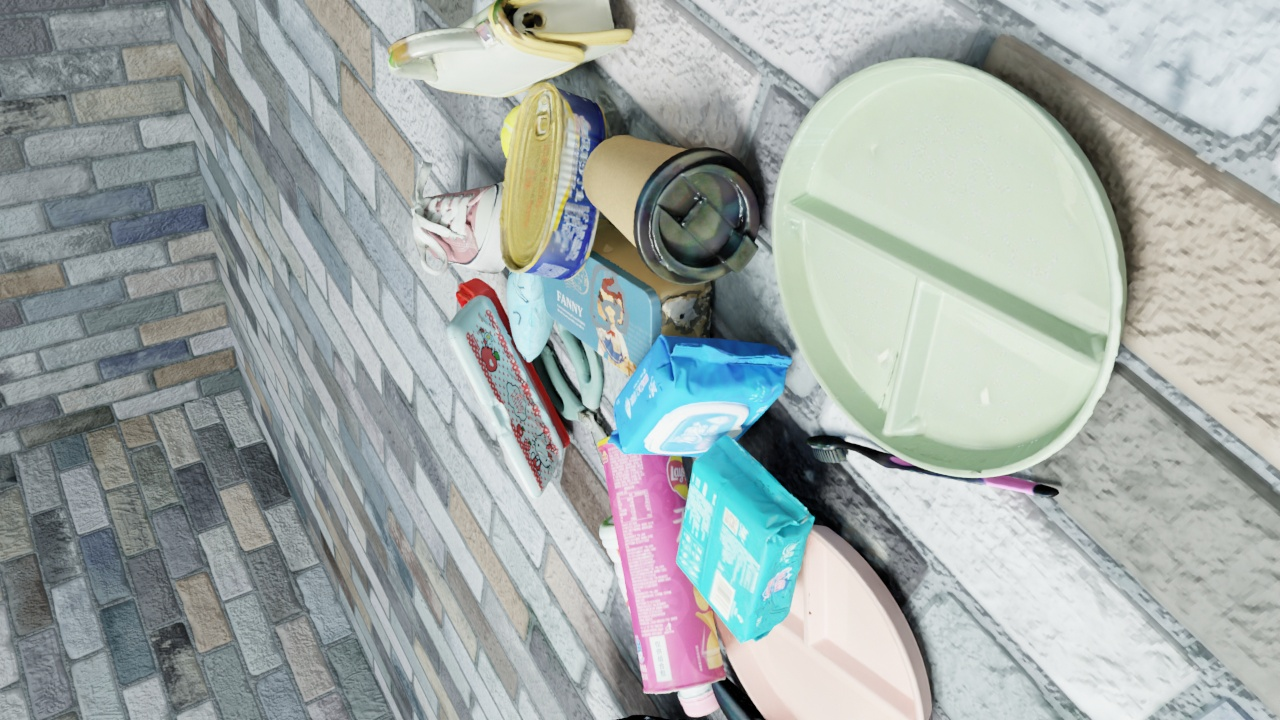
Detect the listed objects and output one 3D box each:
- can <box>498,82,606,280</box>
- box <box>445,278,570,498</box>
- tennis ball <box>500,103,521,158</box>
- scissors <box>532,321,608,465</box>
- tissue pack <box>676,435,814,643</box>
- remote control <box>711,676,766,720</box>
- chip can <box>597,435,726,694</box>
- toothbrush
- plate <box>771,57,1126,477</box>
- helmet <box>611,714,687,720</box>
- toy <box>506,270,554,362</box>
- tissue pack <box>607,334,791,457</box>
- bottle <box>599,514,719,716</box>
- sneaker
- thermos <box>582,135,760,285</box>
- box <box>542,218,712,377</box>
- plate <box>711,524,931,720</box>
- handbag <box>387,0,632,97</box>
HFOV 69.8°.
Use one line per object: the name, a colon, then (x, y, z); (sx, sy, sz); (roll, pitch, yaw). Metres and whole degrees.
can: (-0.069, -0.139, 0.721); (0.075, 0.049, 0.148); (6, 89, 50)
box: (-0.131, 0.022, 0.922); (0.160, 0.063, 0.201); (-102, -11, -66)
tennis ball: (-0.087, -0.190, 0.787); (0.065, 0.065, 0.066); (36, 136, 45)
scissors: (-0.068, 0.035, 0.937); (0.172, 0.019, 0.177); (-5, 103, 59)
tissue pack: (0.074, 0.128, 0.661); (0.093, 0.050, 0.134); (45, 142, 40)
remote control: (0.099, 0.317, 0.784); (0.053, 0.024, 0.136); (43, 176, -35)
chip can: (0.017, 0.165, 0.770); (0.072, 0.071, 0.210); (-31, 68, 60)
toothbrush: (0.169, 0.066, 0.561); (0.189, 0.014, 0.018); (8, 123, 57)
plate: (0.157, -0.047, 0.501); (0.230, 0.027, 0.231); (36, 136, 45)
helmet: (-0.007, 0.482, 0.883); (0.234, 0.230, 0.274); (123, 161, -55)
toy: (-0.102, -0.077, 0.873); (0.156, 0.050, 0.161); (-145, 59, -84)
tissue pack: (0.038, 0.033, 0.673); (0.158, 0.095, 0.052); (124, 143, -55)
bottle: (0.026, 0.230, 0.849); (0.068, 0.068, 0.197); (-14, 99, 61)
sneaker: (-0.193, -0.142, 0.949); (0.241, 0.087, 0.118); (9, 85, 61)
thermos: (0.016, -0.113, 0.645); (0.143, 0.093, 0.093); (41, 140, 54)
box: (-0.019, -0.055, 0.756); (0.184, 0.063, 0.090); (32, 132, 46)
plate: (0.130, 0.214, 0.697); (0.229, 0.028, 0.230); (36, 135, 45)
handbag: (-0.112, -0.233, 0.691); (0.164, 0.178, 0.063); (5, 116, 57)
